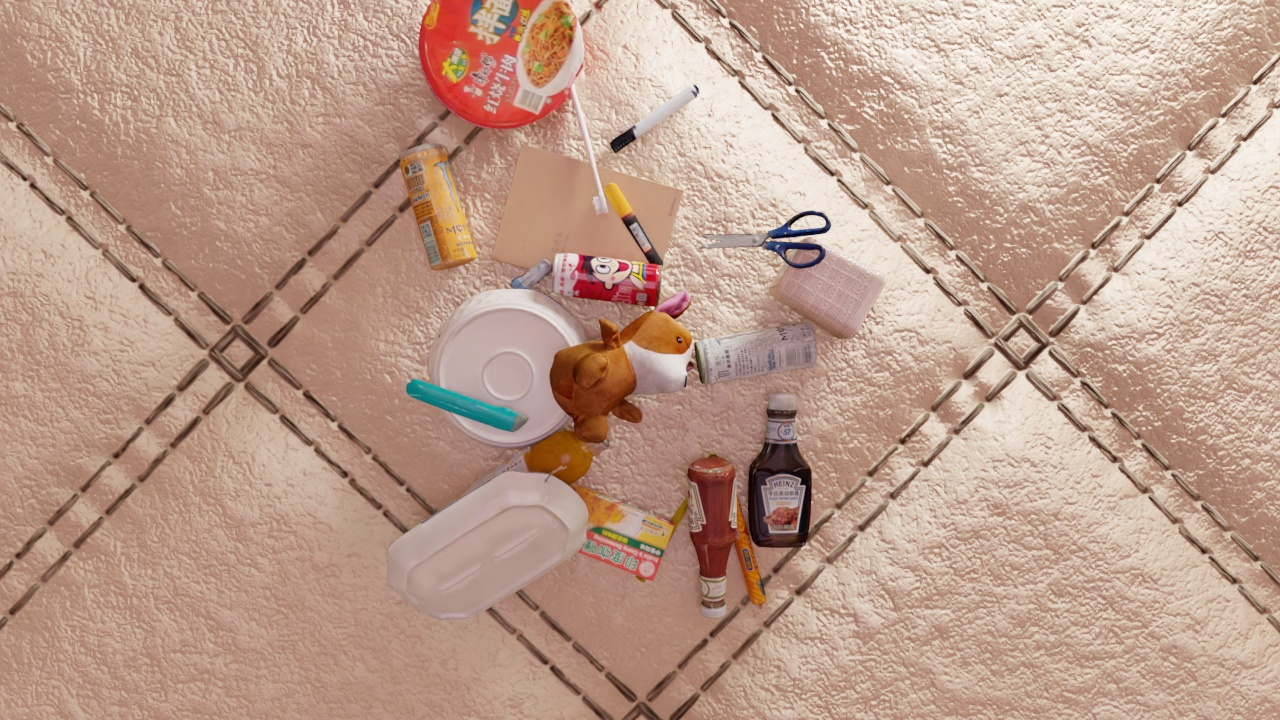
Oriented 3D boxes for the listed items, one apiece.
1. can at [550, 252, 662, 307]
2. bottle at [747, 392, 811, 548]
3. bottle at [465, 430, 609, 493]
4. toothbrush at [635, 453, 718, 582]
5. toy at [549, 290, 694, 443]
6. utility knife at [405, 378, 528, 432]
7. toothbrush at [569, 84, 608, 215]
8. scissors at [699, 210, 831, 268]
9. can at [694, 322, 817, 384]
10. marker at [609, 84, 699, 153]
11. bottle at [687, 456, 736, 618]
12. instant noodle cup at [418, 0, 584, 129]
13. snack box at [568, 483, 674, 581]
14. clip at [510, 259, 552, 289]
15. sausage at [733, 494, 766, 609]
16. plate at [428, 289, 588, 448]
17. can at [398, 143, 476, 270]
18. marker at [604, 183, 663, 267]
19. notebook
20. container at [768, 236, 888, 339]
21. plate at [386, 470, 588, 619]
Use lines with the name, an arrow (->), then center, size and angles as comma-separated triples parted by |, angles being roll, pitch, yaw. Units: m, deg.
can -> -0.041, -0.099, 1.127 | 0.133, 0.053, 0.053 | 7, 93, -3
bottle -> 0.178, 0.138, 1.166 | 0.080, 0.044, 0.195 | 1, 93, -3
bottle -> -0.126, 0.140, 1.128 | 0.190, 0.068, 0.068 | -32, 94, 9
toothbrush -> 0.048, 0.203, 1.177 | 0.015, 0.016, 0.190 | 31, 92, -5
toy -> -0.006, 0.006, 1.088 | 0.130, 0.199, 0.140 | 32, 134, 31
utility knife -> -0.210, 0.054, 1.108 | 0.151, 0.012, 0.029 | 20, 97, -4
toothbrush -> -0.069, -0.266, 1.133 | 0.016, 0.016, 0.180 | -14, 86, -1
scissors -> 0.152, -0.156, 1.118 | 0.174, 0.012, 0.125 | 36, 92, 35
can -> 0.144, -0.009, 1.148 | 0.146, 0.058, 0.058 | -9, 94, -2
marker -> 0.018, -0.302, 1.142 | 0.131, 0.022, 0.018 | -35, 88, 1
bottle -> 0.090, 0.225, 1.155 | 0.060, 0.059, 0.206 | -2, 104, -3
instant noodle cup -> -0.165, -0.370, 1.108 | 0.194, 0.066, 0.194 | 0, 93, -2
snack box -> -0.042, 0.214, 1.162 | 0.156, 0.027, 0.077 | 21, 93, 3
clip -> -0.134, -0.104, 1.144 | 0.058, 0.045, 0.027 | -37, 97, 2
sausage -> 0.134, 0.242, 1.181 | 0.021, 0.021, 0.165 | -16, 95, -2
plate -> -0.161, 0.015, 1.131 | 0.205, 0.045, 0.205 | 0, 102, -2
can -> -0.248, -0.186, 1.119 | 0.058, 0.058, 0.146 | -16, 94, -2
marker -> -0.008, -0.166, 1.142 | 0.018, 0.015, 0.124 | -32, 99, 3
notebook -> -0.066, -0.170, 1.153 | 0.211, 0.012, 0.149 | 16, 94, -3
container -> 0.227, -0.092, 1.132 | 0.111, 0.090, 0.090 | 30, 92, -2
plate -> -0.185, 0.235, 1.113 | 0.266, 0.034, 0.162 | -32, 121, 11
